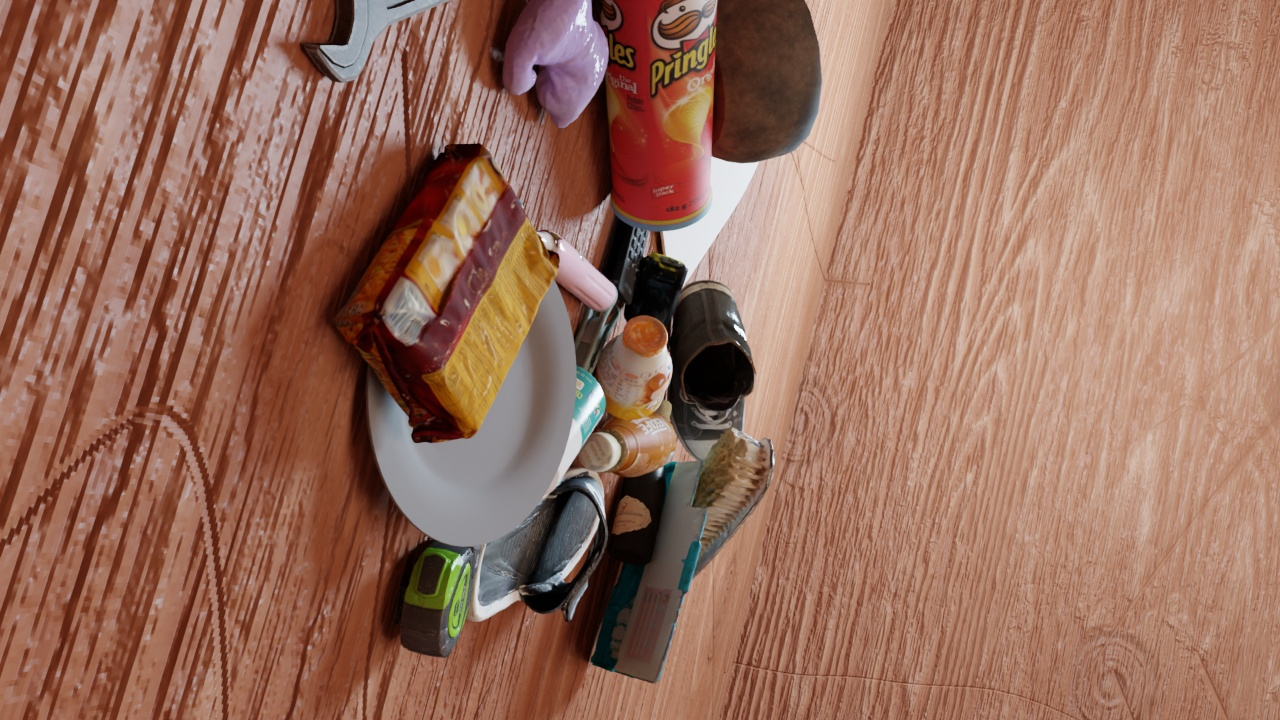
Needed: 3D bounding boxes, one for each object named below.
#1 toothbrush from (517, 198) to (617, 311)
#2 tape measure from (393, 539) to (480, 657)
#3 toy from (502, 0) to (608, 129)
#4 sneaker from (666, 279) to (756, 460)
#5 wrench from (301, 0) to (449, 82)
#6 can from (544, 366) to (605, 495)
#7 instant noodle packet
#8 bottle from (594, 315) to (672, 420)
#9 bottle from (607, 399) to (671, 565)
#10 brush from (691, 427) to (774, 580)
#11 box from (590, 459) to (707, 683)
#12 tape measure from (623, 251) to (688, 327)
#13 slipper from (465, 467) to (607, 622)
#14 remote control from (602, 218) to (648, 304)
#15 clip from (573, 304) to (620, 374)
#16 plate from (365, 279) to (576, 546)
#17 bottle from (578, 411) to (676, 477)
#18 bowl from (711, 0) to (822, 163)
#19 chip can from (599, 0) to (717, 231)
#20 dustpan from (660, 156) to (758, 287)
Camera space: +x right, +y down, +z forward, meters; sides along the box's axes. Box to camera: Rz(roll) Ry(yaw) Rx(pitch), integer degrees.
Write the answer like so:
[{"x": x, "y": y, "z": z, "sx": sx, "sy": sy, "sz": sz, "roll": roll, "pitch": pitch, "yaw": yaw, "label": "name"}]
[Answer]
[{"x": -0.055, "y": -0.068, "z": 0.617, "sx": 0.026, "sy": 0.027, "sz": 0.222, "roll": -48, "pitch": 164, "yaw": 2, "label": "toothbrush"}, {"x": -0.121, "y": 0.138, "z": 0.537, "sx": 0.058, "sy": 0.036, "sz": 0.065, "roll": 36, "pitch": 64, "yaw": -84, "label": "tape measure"}, {"x": -0.049, "y": -0.177, "z": 0.535, "sx": 0.080, "sy": 0.036, "sz": 0.100, "roll": -57, "pitch": 166, "yaw": -10, "label": "toy"}, {"x": 0.080, "y": 0.042, "z": 1.010, "sx": 0.119, "sy": 0.095, "sz": 0.235, "roll": -96, "pitch": -174, "yaw": -56, "label": "sneaker"}, {"x": -0.080, "y": -0.199, "z": 0.452, "sx": 0.272, "sy": 0.010, "sz": 0.070, "roll": -57, "pitch": 155, "yaw": -51, "label": "wrench"}, {"x": -0.065, "y": 0.048, "z": 0.624, "sx": 0.101, "sy": 0.055, "sz": 0.055, "roll": -57, "pitch": 155, "yaw": -52, "label": "can"}, {"x": -0.092, "y": -0.033, "z": 0.459, "sx": 0.098, "sy": 0.040, "sz": 0.135, "roll": 58, "pitch": 42, "yaw": -43, "label": "instant noodle packet"}, {"x": -0.004, "y": 0.004, "z": 0.759, "sx": 0.109, "sy": 0.063, "sz": 0.063, "roll": 105, "pitch": 6, "yaw": -61, "label": "bottle"}, {"x": 0.007, "y": 0.122, "z": 0.972, "sx": 0.045, "sy": 0.045, "sz": 0.184, "roll": 79, "pitch": 21, "yaw": -56, "label": "bottle"}, {"x": 0.070, "y": 0.173, "z": 1.025, "sx": 0.272, "sy": 0.056, "sz": 0.083, "roll": 121, "pitch": -16, "yaw": -45, "label": "brush"}, {"x": 0.016, "y": 0.213, "z": 0.952, "sx": 0.182, "sy": 0.039, "sz": 0.226, "roll": -32, "pitch": -143, "yaw": 67, "label": "box"}, {"x": 0.012, "y": -0.060, "z": 0.805, "sx": 0.072, "sy": 0.042, "sz": 0.071, "roll": -115, "pitch": -141, "yaw": -73, "label": "tape measure"}, {"x": -0.064, "y": 0.141, "z": 0.699, "sx": 0.263, "sy": 0.063, "sz": 0.111, "roll": 20, "pitch": 83, "yaw": -72, "label": "slipper"}, {"x": -0.004, "y": -0.125, "z": 0.772, "sx": 0.047, "sy": 0.022, "sz": 0.150, "roll": 50, "pitch": 53, "yaw": -71, "label": "remote control"}, {"x": -0.038, "y": -0.021, "z": 0.731, "sx": 0.037, "sy": 0.023, "sz": 0.075, "roll": 74, "pitch": 34, "yaw": -63, "label": "clip"}, {"x": -0.091, "y": 0.014, "z": 0.518, "sx": 0.178, "sy": 0.012, "sz": 0.178, "roll": -7, "pitch": 98, "yaw": -60, "label": "plate"}, {"x": -0.014, "y": 0.077, "z": 0.828, "sx": 0.167, "sy": 0.059, "sz": 0.059, "roll": 4, "pitch": 99, "yaw": -74, "label": "bottle"}, {"x": 0.065, "y": -0.230, "z": 0.716, "sx": 0.070, "sy": 0.162, "sz": 0.162, "roll": -22, "pitch": 138, "yaw": -19, "label": "bowl"}, {"x": 0.013, "y": -0.200, "z": 0.646, "sx": 0.214, "sy": 0.087, "sz": 0.086, "roll": 87, "pitch": 21, "yaw": -47, "label": "chip can"}, {"x": 0.065, "y": -0.219, "z": 0.947, "sx": 0.257, "sy": 0.053, "sz": 0.192, "roll": -57, "pitch": 158, "yaw": -24, "label": "dustpan"}]
